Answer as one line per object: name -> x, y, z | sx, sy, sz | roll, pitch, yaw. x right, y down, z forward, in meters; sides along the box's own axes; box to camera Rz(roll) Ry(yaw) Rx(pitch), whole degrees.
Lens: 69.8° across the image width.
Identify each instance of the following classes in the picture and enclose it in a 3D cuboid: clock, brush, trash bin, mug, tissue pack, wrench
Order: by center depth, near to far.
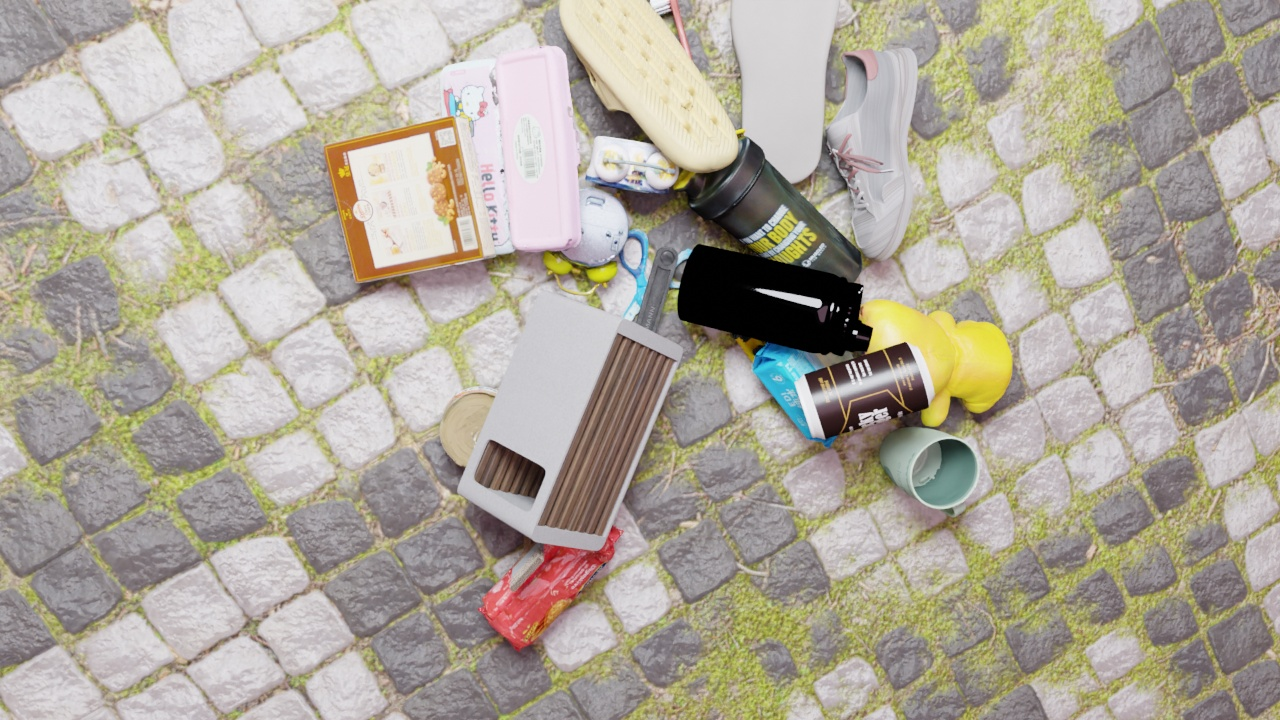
trash bin -> -0.071, 0.062, 0.943 | 0.114, 0.115, 0.229 | 24, 88, -52
clock -> -0.008, -0.200, 0.946 | 0.088, 0.125, 0.052 | 7, 102, -13
brush -> -0.117, 0.195, 0.968 | 0.008, 0.143, 0.045 | 41, 97, -11
brush -> 0.029, -0.372, 0.978 | 0.030, 0.041, 0.172 | -14, 102, 9
clock -> -0.059, -0.128, 0.981 | 0.083, 0.057, 0.119 | 11, 95, -12
wrench -> -0.006, 0.006, 1.022 | 0.073, 0.018, 0.273 | 15, 98, -11
tissue pack -> 0.191, 0.016, 1.033 | 0.092, 0.062, 0.144 | -46, 106, -28
mug -> 0.334, 0.131, 1.062 | 0.084, 0.104, 0.111 | -33, 101, -5

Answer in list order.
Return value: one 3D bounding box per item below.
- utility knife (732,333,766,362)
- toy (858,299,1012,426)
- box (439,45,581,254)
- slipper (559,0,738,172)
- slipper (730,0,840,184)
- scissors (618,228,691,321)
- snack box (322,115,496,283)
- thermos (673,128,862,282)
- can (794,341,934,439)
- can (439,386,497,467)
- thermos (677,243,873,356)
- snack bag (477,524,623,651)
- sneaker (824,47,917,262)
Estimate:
utility knife -> 0.161, 0.019, 1.063 | 0.030, 0.017, 0.159 | -38, 105, 5
toy -> 0.329, 0.006, 1.029 | 0.193, 0.088, 0.134 | 7, 84, -24
box -> -0.136, -0.209, 0.937 | 0.153, 0.037, 0.201 | -2, 98, 22
slipper -> -0.001, -0.280, 0.940 | 0.111, 0.079, 0.261 | -24, 71, -34
slipper -> 0.157, -0.328, 0.994 | 0.113, 0.080, 0.266 | 0, 113, 10
scissors -> -0.001, -0.083, 1.021 | 0.117, 0.013, 0.140 | 38, 91, -15
snack box -> -0.233, -0.161, 0.930 | 0.147, 0.041, 0.143 | -10, 99, 11
thermos -> 0.143, -0.155, 0.992 | 0.220, 0.098, 0.098 | 35, 90, -20
can -> 0.230, 0.032, 0.946 | 0.129, 0.071, 0.072 | -18, 101, 9
can -> -0.173, 0.072, 0.993 | 0.086, 0.043, 0.086 | -1, 98, -10
thermos -> 0.147, -0.060, 0.968 | 0.199, 0.086, 0.086 | 15, 95, 17
snack bag -> -0.100, 0.235, 1.010 | 0.082, 0.082, 0.176 | 43, 88, -13
sneaker -> 0.241, -0.228, 1.005 | 0.089, 0.099, 0.236 | 3, 90, -12
